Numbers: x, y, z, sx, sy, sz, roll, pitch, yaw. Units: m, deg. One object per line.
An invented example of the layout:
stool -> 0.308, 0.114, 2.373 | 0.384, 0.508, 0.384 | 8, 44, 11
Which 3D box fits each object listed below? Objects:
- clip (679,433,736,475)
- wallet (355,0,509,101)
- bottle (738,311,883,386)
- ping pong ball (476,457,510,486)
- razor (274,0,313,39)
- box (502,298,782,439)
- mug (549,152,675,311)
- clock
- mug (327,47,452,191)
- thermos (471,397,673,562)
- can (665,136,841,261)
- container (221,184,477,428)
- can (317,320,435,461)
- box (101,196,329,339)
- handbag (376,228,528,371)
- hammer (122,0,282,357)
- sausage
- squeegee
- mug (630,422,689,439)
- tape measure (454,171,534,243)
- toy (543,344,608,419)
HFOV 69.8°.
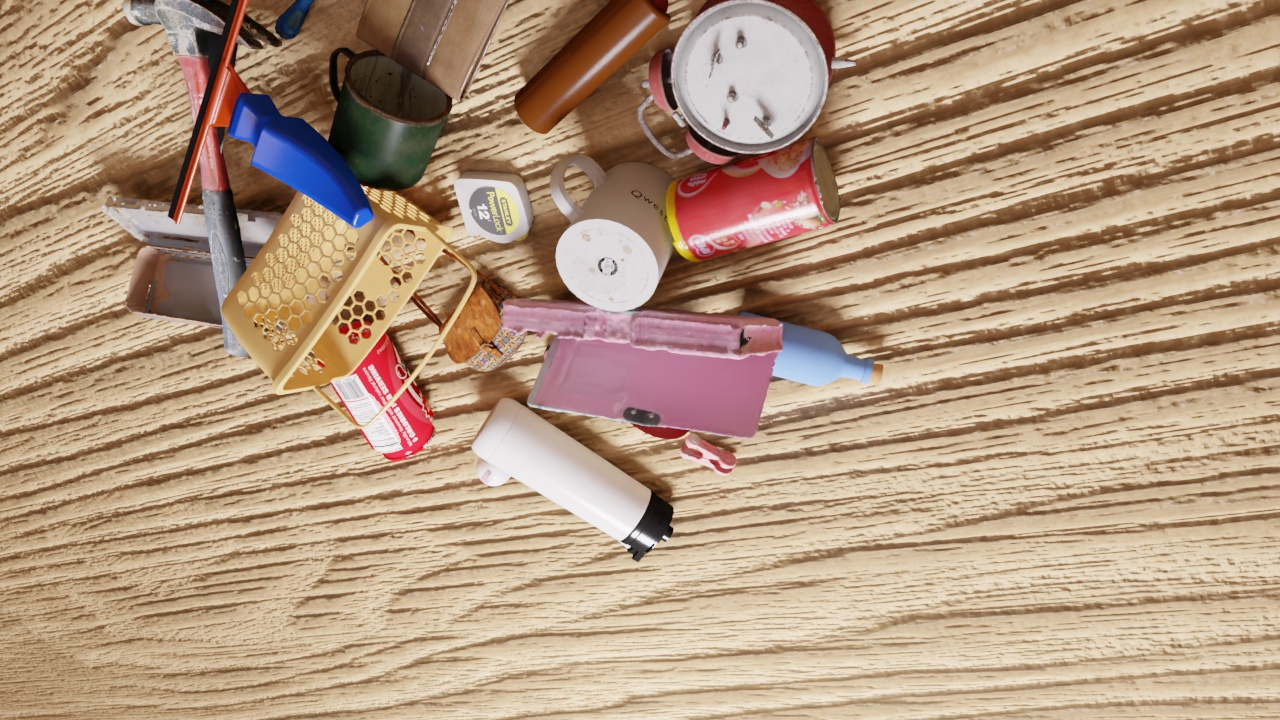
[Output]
clip -> 0.065, 0.098, 0.926 | 0.060, 0.023, 0.044 | 40, 135, -11
wallet -> -0.155, -0.272, 0.699 | 0.098, 0.026, 0.121 | 33, 126, -5
bottle -> 0.144, -0.004, 0.795 | 0.131, 0.047, 0.048 | 15, 131, 9
ping pong ball -> -0.161, 0.118, 1.013 | 0.040, 0.040, 0.040 | 10, 130, 12
razor -> -0.252, -0.301, 0.720 | 0.044, 0.018, 0.141 | 31, 137, -32
box -> -0.004, 0.007, 0.781 | 0.233, 0.099, 0.107 | 7, 95, 30
mug -> -0.025, -0.114, 0.735 | 0.083, 0.096, 0.119 | -28, 114, 35
clock -> 0.064, -0.197, 0.659 | 0.157, 0.061, 0.110 | -26, 115, 35
mug -> -0.216, -0.202, 0.749 | 0.111, 0.084, 0.081 | 42, 133, 6
thermos -> -0.072, 0.132, 0.979 | 0.230, 0.068, 0.102 | 34, 144, -9
can -> 0.086, -0.122, 0.708 | 0.125, 0.066, 0.067 | -12, 122, 28
container -> -0.245, -0.054, 0.805 | 0.167, 0.129, 0.183 | 40, 103, 9
can -> -0.275, 0.032, 0.962 | 0.074, 0.074, 0.142 | -6, 125, 25
box -> -0.426, -0.091, 0.909 | 0.217, 0.095, 0.114 | 7, 86, 15
handbag -> -0.195, -0.071, 0.877 | 0.196, 0.043, 0.094 | 43, 128, -11
hammer -> -0.372, -0.153, 0.822 | 0.141, 0.036, 0.327 | 12, 117, 19
sausage -> -0.038, -0.227, 0.689 | 0.156, 0.040, 0.040 | -32, 112, 37
squeegee -> -0.276, -0.165, 0.725 | 0.185, 0.055, 0.250 | 41, 118, 17
mug -> 0.033, 0.035, 0.850 | 0.114, 0.086, 0.088 | 3, 146, 21
tape measure -> -0.129, -0.135, 0.811 | 0.065, 0.016, 0.064 | 4, 129, 18
toy -> -0.051, 0.026, 0.896 | 0.087, 0.050, 0.112 | -14, 115, 29
